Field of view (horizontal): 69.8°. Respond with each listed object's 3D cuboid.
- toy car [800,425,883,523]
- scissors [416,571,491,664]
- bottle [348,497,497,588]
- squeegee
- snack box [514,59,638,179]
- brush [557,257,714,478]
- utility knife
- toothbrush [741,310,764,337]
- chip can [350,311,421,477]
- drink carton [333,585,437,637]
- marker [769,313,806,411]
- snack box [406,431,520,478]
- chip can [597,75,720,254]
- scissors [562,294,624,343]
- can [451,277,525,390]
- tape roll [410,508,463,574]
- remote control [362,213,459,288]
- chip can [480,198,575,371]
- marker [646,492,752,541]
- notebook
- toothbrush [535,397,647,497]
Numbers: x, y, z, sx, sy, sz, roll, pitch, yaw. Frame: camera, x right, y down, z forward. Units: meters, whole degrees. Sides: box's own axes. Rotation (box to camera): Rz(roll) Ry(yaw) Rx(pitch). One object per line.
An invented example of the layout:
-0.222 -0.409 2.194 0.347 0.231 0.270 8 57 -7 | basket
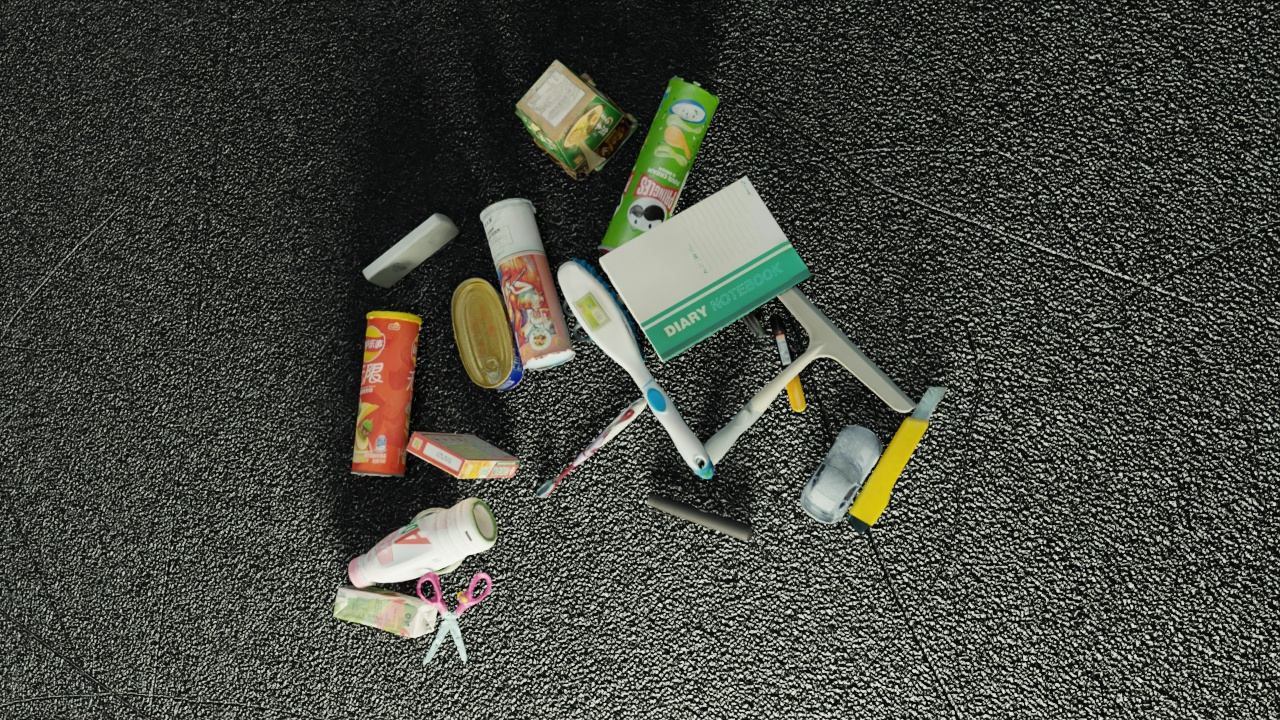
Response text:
0.232 0.131 1.059 0.054 0.037 0.120 32 89 18 | toy car
-0.244 0.318 1.153 0.124 0.017 0.133 34 82 -25 | scissors
-0.279 0.237 1.160 0.197 0.068 0.068 -24 76 14 | bottle
0.144 0.048 1.081 0.247 0.039 0.246 -46 68 12 | squeegee
-0.088 -0.316 1.177 0.118 0.105 0.117 44 94 16 | snack box
-0.007 0.007 1.111 0.060 0.109 0.314 -35 88 3 | brush
0.295 0.112 1.053 0.033 0.015 0.197 31 91 2 | utility knife
0.101 -0.102 1.140 0.015 0.018 0.181 -33 76 1 | toothbrush
-0.338 0.045 1.216 0.073 0.073 0.216 3 84 16 | chip can
-0.328 0.323 1.183 0.123 0.053 0.045 7 84 17 | drink carton
0.177 0.002 1.104 0.018 0.015 0.123 -17 76 16 | marker
-0.213 0.116 1.125 0.077 0.155 0.027 25 91 17 | snack box
0.024 -0.233 1.152 0.072 0.072 0.236 22 88 18 | chip can
-0.021 -0.090 1.174 0.141 0.014 0.173 31 91 17 | scissors
-0.198 -0.033 1.198 0.075 0.049 0.148 -20 77 13 | can
-0.266 0.236 1.198 0.086 0.014 0.085 -2 81 16 | tape roll
-0.310 -0.149 1.244 0.135 0.056 0.019 -37 74 9 | remote control
-0.145 -0.097 1.181 0.071 0.071 0.214 -20 78 12 | chip can
0.070 0.189 1.105 0.132 0.020 0.022 16 76 18 | marker
0.077 -0.111 1.097 0.209 0.012 0.150 -30 78 -6 | notebook
-0.063 0.110 1.155 0.188 0.017 0.016 -42 74 7 | toothbrush
